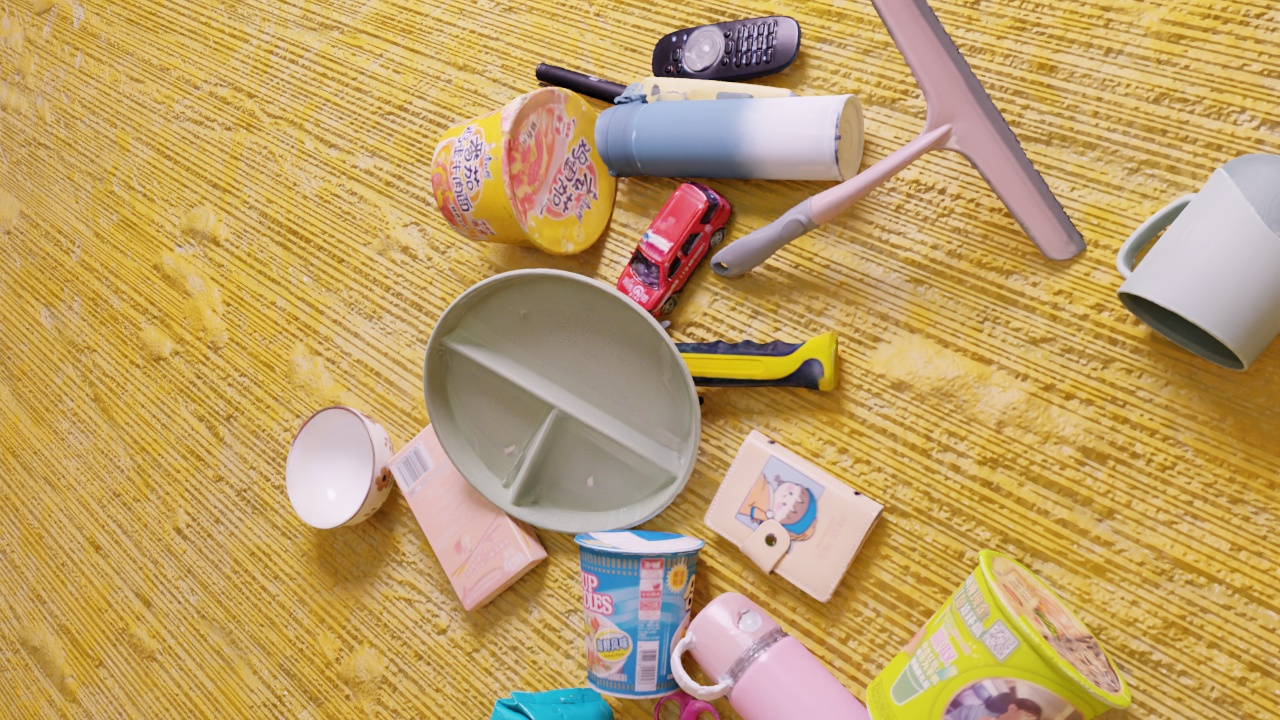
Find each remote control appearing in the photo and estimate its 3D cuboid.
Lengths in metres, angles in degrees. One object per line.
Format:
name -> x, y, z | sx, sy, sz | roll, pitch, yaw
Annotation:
remote control -> 0.073, -0.258, 0.772 | 0.137, 0.024, 0.053 | 4, 86, 31

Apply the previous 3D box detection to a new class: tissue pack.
tissue pack -> -0.079, 0.314, 0.696 | 0.050, 0.093, 0.133 | 18, 88, 47

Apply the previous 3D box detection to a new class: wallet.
wallet -> 0.109, 0.116, 0.676 | 0.115, 0.024, 0.087 | 31, 90, 29

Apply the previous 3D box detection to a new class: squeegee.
squeegee -> 0.138, -0.115, 0.661 | 0.250, 0.040, 0.247 | -30, 105, 40

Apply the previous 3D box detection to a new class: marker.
marker -> -0.045, -0.249, 0.839 | 0.132, 0.020, 0.022 | 25, 109, 31

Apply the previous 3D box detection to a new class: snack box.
snack box -> -0.154, 0.129, 0.802 | 0.085, 0.026, 0.157 | -40, 72, 19

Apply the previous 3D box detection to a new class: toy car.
toy car -> 0.024, -0.092, 0.754 | 0.053, 0.045, 0.120 | 39, 101, 31

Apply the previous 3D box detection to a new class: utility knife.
utility knife -> 0.059, -0.218, 0.769 | 0.166, 0.018, 0.031 | 13, 97, 27

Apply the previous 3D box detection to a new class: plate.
plate -> -0.062, 0.035, 0.720 | 0.230, 0.027, 0.230 | 7, 115, 14

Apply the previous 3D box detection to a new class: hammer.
hammer -> -0.004, 0.004, 0.737 | 0.324, 0.031, 0.126 | 1, 92, 22

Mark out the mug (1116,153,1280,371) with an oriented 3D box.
mug -> 0.348, -0.065, 0.553 | 0.106, 0.082, 0.111 | -55, 29, 9

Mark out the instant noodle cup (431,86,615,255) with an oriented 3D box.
instant noodle cup -> -0.105, -0.159, 0.794 | 0.110, 0.138, 0.138 | 5, 82, 38

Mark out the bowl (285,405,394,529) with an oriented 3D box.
bowl -> -0.272, 0.103, 0.867 | 0.114, 0.062, 0.113 | -7, 77, 29

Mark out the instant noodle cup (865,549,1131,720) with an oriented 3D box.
instant noodle cup -> 0.207, 0.197, 0.561 | 0.124, 0.111, 0.111 | -49, 61, 20

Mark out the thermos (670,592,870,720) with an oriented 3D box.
thermos -> 0.107, 0.246, 0.614 | 0.198, 0.087, 0.067 | 42, 135, 27

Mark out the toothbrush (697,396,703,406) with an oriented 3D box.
toothbrush -> -0.028, 0.071, 0.769 | 0.189, 0.017, 0.014 | -26, 69, 18

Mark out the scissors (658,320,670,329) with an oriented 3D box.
scissors -> -0.078, 0.004, 0.803 | 0.230, 0.021, 0.190 | -45, 62, 14

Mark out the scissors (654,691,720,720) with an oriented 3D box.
scissors -> 0.023, 0.315, 0.686 | 0.056, 0.017, 0.133 | 15, 90, 25

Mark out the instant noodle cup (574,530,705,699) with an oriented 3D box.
instant noodle cup -> -0.002, 0.188, 0.685 | 0.099, 0.099, 0.110 | 1, 87, 29

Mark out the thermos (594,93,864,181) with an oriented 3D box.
thermos -> 0.065, -0.179, 0.737 | 0.221, 0.070, 0.070 | 9, 84, 30
